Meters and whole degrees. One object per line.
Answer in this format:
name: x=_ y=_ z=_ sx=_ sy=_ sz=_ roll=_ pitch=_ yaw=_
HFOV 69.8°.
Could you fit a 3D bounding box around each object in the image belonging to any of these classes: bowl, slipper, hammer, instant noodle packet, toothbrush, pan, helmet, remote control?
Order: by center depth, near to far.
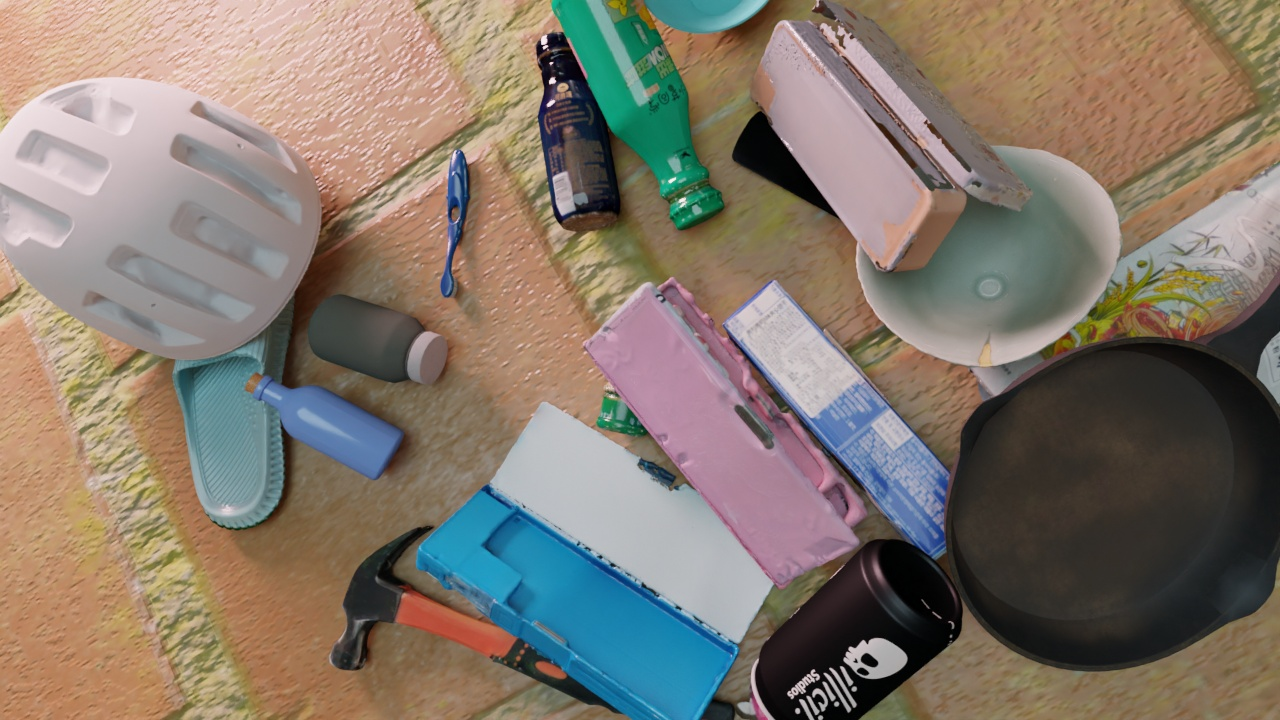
pan: x=0.338 y=0.038 z=0.589 sx=0.248 sy=0.043 sz=0.356 roll=31 pitch=101 yaw=-11
instant noodle packet: x=0.374 y=-0.015 z=0.628 sx=0.269 sy=0.057 sz=0.147 roll=-31 pitch=85 yaw=8
bowl: x=0.244 y=-0.064 z=0.653 sx=0.174 sy=0.068 sz=0.174 roll=-10 pitch=61 yaw=19
remote control: x=0.141 y=-0.146 z=0.718 sx=0.140 sy=0.021 sz=0.045 roll=32 pitch=94 yaw=14
hammer: x=-0.088 y=0.237 z=0.735 sx=0.333 sy=0.033 sz=0.133 roll=18 pitch=88 yaw=14
bowl: x=0.059 y=-0.313 z=0.740 sx=0.121 sy=0.046 sz=0.121 roll=-1 pitch=84 yaw=14
helmet: x=-0.409 y=-0.121 z=0.780 sx=0.282 sy=0.184 sz=0.224 roll=29 pitch=89 yaw=8
toothbrush: x=-0.161 y=-0.118 z=0.795 sx=0.021 sy=0.016 sz=0.132 roll=1 pitch=82 yaw=14
slipper: x=-0.365 y=0.011 z=0.808 sx=0.116 sy=0.069 sz=0.276 roll=-5 pitch=84 yaw=17

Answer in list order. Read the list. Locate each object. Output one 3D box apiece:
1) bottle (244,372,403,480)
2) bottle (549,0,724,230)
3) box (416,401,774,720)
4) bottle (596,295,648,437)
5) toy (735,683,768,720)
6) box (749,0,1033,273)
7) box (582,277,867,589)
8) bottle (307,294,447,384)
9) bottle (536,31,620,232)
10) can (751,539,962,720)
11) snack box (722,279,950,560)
bottle: x=-0.266 y=0.049 z=0.765 sx=0.131 sy=0.048 sz=0.048 roll=30 pitch=92 yaw=-7
bottle: x=0.003 y=-0.205 z=0.723 sx=0.068 sy=0.068 sz=0.209 roll=-26 pitch=92 yaw=10
box: x=-0.028 y=0.162 z=0.719 sx=0.243 sy=0.064 sz=0.173 roll=30 pitch=63 yaw=15
bottle: x=-0.004 y=0.004 z=0.729 sx=0.043 sy=0.042 sz=0.110 roll=11 pitch=87 yaw=15
toy: x=0.100 y=0.283 z=0.674 sx=0.065 sy=0.050 sz=0.102 roll=0 pitch=79 yaw=19
box: x=0.164 y=-0.162 z=0.663 sx=0.108 sy=0.094 sz=0.216 roll=-45 pitch=54 yaw=26
box: x=0.063 y=0.048 z=0.653 sx=0.099 sy=0.099 sz=0.232 roll=-37 pitch=86 yaw=-9
bottle: x=-0.221 y=-0.016 z=0.776 sx=0.108 sy=0.060 sz=0.060 roll=17 pitch=89 yaw=15
bottle: x=-0.054 y=-0.188 z=0.752 sx=0.056 sy=0.056 sz=0.160 roll=-11 pitch=82 yaw=13
can: x=0.145 y=0.193 z=0.628 sx=0.080 sy=0.080 sz=0.146 roll=44 pitch=122 yaw=14
snack box: x=0.154 y=0.043 z=0.677 sx=0.059 sy=0.059 sz=0.226 roll=-41 pitch=78 yaw=4
